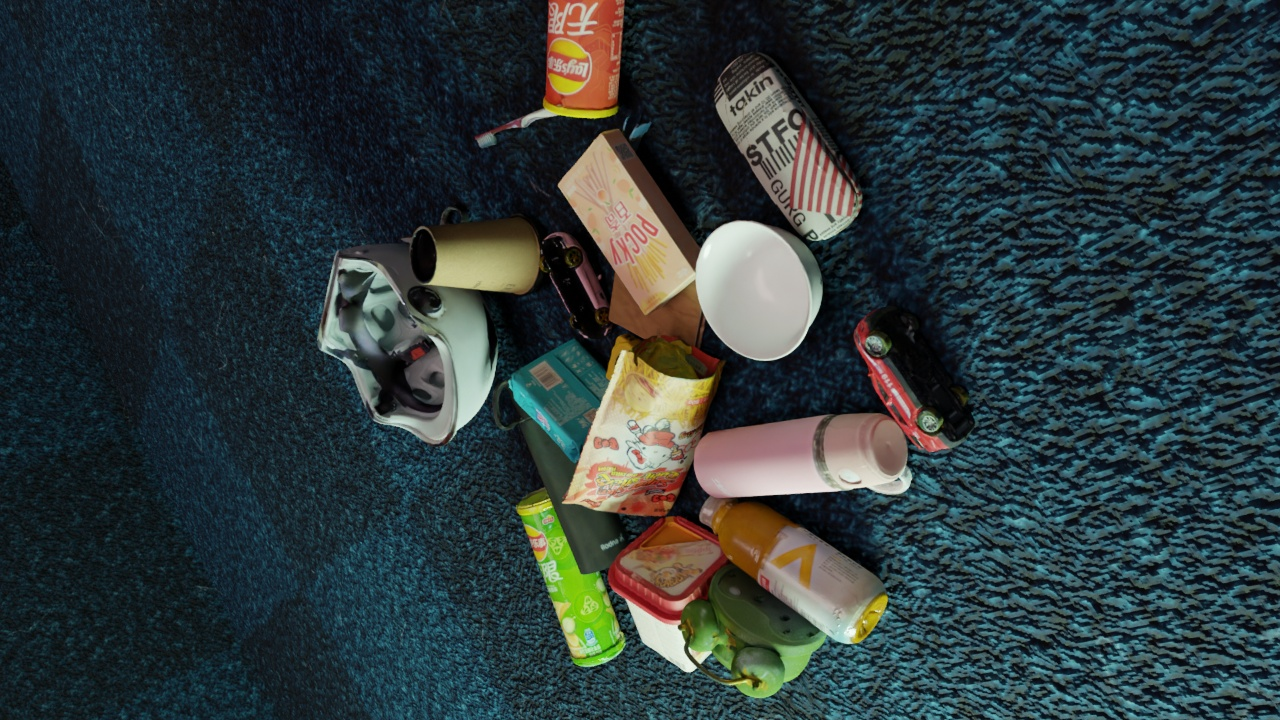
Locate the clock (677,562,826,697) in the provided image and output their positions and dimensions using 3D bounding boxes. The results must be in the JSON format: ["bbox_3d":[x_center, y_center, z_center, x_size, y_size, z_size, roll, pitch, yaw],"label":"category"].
[{"bbox_3d":[0.105,0.251,0.856,0.116,0.160,0.056,31,120,34],"label":"clock"}]

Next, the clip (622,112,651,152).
[{"bbox_3d":[-0.011,-0.206,0.864,0.038,0.026,0.058,43,138,14],"label":"clip"}]

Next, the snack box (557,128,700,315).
[{"bbox_3d":[-0.008,-0.129,0.861,0.157,0.026,0.085,57,137,5],"label":"snack box"}]

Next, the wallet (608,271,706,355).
[{"bbox_3d":[0.018,-0.062,0.906,0.115,0.020,0.101,31,130,30],"label":"wallet"}]

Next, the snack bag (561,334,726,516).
[{"bbox_3d":[0.005,0.076,0.916,0.073,0.128,0.208,-112,34,-50],"label":"snack bag"}]

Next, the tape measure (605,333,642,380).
[{"bbox_3d":[-0.006,0.006,0.953,0.057,0.028,0.060,38,130,30],"label":"tape measure"}]

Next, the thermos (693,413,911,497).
[{"bbox_3d":[0.144,0.091,0.816,0.199,0.067,0.087,-13,130,47],"label":"thermos"}]

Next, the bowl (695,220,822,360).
[{"bbox_3d":[0.111,-0.065,0.768,0.118,0.064,0.118,22,122,39],"label":"bowl"}]

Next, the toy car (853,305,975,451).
[{"bbox_3d":[0.208,0.015,0.712,0.045,0.052,0.120,-37,82,51],"label":"toy car"}]

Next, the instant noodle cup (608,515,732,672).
[{"bbox_3d":[0.041,0.249,0.966,0.117,0.116,0.124,23,135,39],"label":"instant noodle cup"}]

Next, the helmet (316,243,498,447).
[{"bbox_3d":[-0.264,-0.033,1.122,0.258,0.145,0.230,42,136,14],"label":"helmet"}]

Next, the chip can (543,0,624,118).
[{"bbox_3d":[-0.046,-0.327,0.805,0.073,0.073,0.217,30,128,35],"label":"chip can"}]

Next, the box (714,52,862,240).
[{"bbox_3d":[0.114,-0.169,0.729,0.069,0.051,0.164,-39,78,29],"label":"box"}]

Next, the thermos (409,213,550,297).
[{"bbox_3d":[-0.172,-0.113,0.996,0.093,0.143,0.093,9,101,48],"label":"thermos"}]

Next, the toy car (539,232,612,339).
[{"bbox_3d":[-0.065,-0.080,0.972,0.056,0.037,0.122,-4,118,50],"label":"toy car"}]

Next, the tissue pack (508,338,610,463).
[{"bbox_3d":[-0.069,0.045,0.987,0.133,0.093,0.050,44,151,25],"label":"tissue pack"}]

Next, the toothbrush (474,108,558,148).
[{"bbox_3d":[-0.120,-0.248,0.964,0.188,0.016,0.017,-2,114,47],"label":"toothbrush"}]

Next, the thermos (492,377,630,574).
[{"bbox_3d":[-0.095,0.128,1.062,0.242,0.089,0.069,66,155,-1],"label":"thermos"}]

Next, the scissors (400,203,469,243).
[{"bbox_3d":[-0.254,-0.143,1.159,0.163,0.014,0.165,49,137,20],"label":"scissors"}]

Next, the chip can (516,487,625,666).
[{"bbox_3d":[-0.084,0.266,1.129,0.073,0.072,0.221,-12,100,49],"label":"chip can"}]

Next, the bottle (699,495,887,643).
[{"bbox_3d":[0.137,0.186,0.859,0.189,0.067,0.068,32,129,33],"label":"bottle"}]
